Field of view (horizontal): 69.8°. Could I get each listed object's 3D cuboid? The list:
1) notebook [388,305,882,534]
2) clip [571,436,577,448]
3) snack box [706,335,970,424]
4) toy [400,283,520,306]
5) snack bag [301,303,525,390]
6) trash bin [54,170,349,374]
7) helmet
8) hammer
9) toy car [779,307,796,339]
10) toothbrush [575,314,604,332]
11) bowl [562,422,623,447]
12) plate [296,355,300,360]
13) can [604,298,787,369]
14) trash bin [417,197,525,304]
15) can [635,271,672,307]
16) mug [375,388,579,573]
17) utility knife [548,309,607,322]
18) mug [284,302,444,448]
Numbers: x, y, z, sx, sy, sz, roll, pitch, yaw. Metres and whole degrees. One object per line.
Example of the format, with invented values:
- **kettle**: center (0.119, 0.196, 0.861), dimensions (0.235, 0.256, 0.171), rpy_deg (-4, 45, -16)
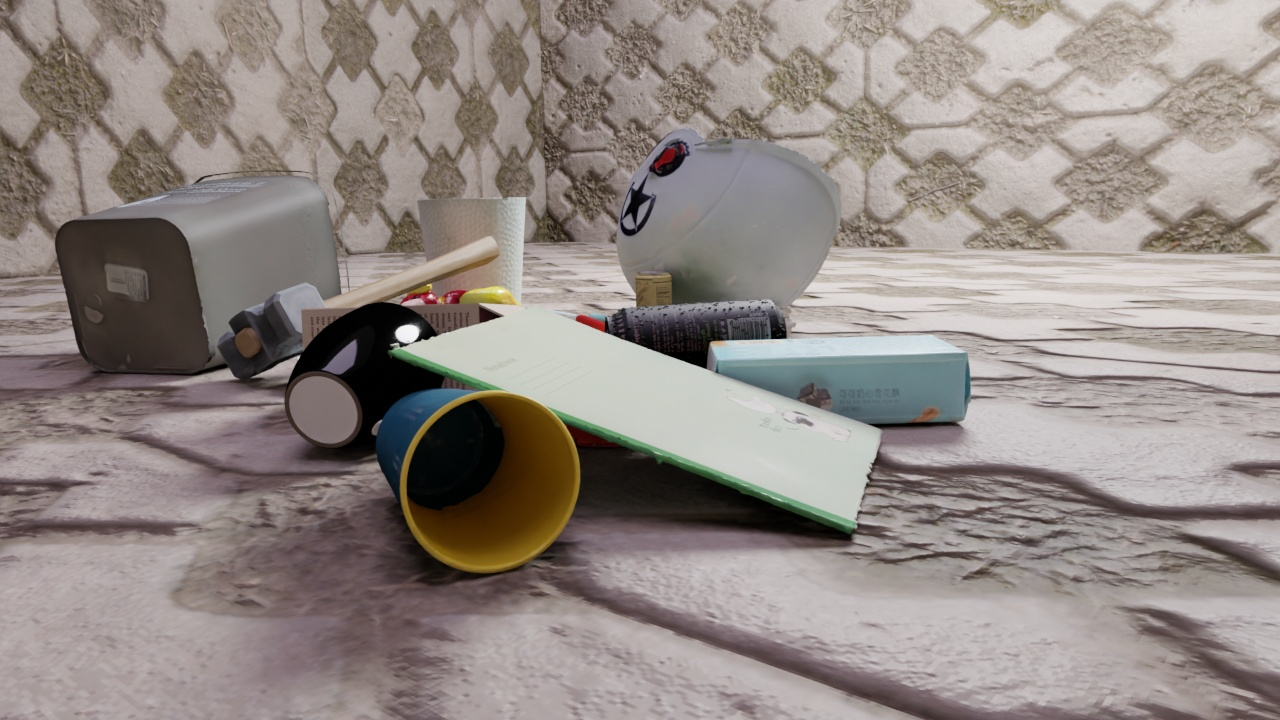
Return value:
- **notebook**: center (0.010, 0.022, 0.531), dimensions (0.253, 0.010, 0.181), rpy_deg (20, 16, 14)
- **clip**: center (-0.064, 0.053, 0.569), dimensions (0.050, 0.014, 0.046), rpy_deg (1, 13, -4)
- **snack box**: center (0.135, 0.014, 0.651), dimensions (0.174, 0.053, 0.075), rpy_deg (-3, 10, 0)
- **toy**: center (-0.204, -0.056, 1.037), dimensions (0.137, 0.067, 0.106), rpy_deg (-5, -13, -6)
- **snack bag**: center (-0.139, -0.008, 0.704), dimensions (0.206, 0.070, 0.094), rpy_deg (-1, 2, 10)
- **trash bin**: center (-0.454, -0.089, 0.963), dimensions (0.197, 0.197, 0.219), rpy_deg (1, 17, 14)
- **helmet**: center (0.088, -0.123, 1.025), dimensions (0.236, 0.163, 0.265), rpy_deg (33, -28, -29)
- **hammer**: center (-0.256, -0.070, 0.915), dimensions (0.118, 0.051, 0.321), rpy_deg (-25, 6, 39)
- **toy car**: center (0.112, -0.030, 0.960), dimensions (0.113, 0.039, 0.039), rpy_deg (-8, 33, -30)
- **toothbrush**: center (-0.015, -0.025, 0.853), dimensions (0.017, 0.012, 0.213), rpy_deg (-9, 13, -23)
- **bowl**: center (-0.019, 0.022, 0.641), dimensions (0.130, 0.045, 0.130), rpy_deg (-1, 10, 0)
- **plate**: center (-0.251, 0.006, 0.821), dimensions (0.104, 0.026, 0.104), rpy_deg (-2, 11, 0)
- **can**: center (0.043, -0.018, 0.714), dimensions (0.137, 0.054, 0.054), rpy_deg (-4, 10, -7)
- **trash bin**: center (-0.208, -0.122, 1.153), dimensions (0.133, 0.161, 0.133), rpy_deg (-1, 10, 0)
- **can**: center (0.014, -0.053, 0.965), dimensions (0.038, 0.079, 0.038), rpy_deg (-1, 10, 0)
- **mug**: center (-0.087, 0.047, 0.439), dimensions (0.078, 0.078, 0.121), rpy_deg (-6, 7, -25)
- **utility knife**: center (-0.046, -0.050, 1.083), dimensions (0.177, 0.016, 0.022), rpy_deg (12, 15, 19)
- **mug**: center (-0.170, 0.022, 0.605), dimensions (0.119, 0.085, 0.100), rpy_deg (28, 22, 0)
